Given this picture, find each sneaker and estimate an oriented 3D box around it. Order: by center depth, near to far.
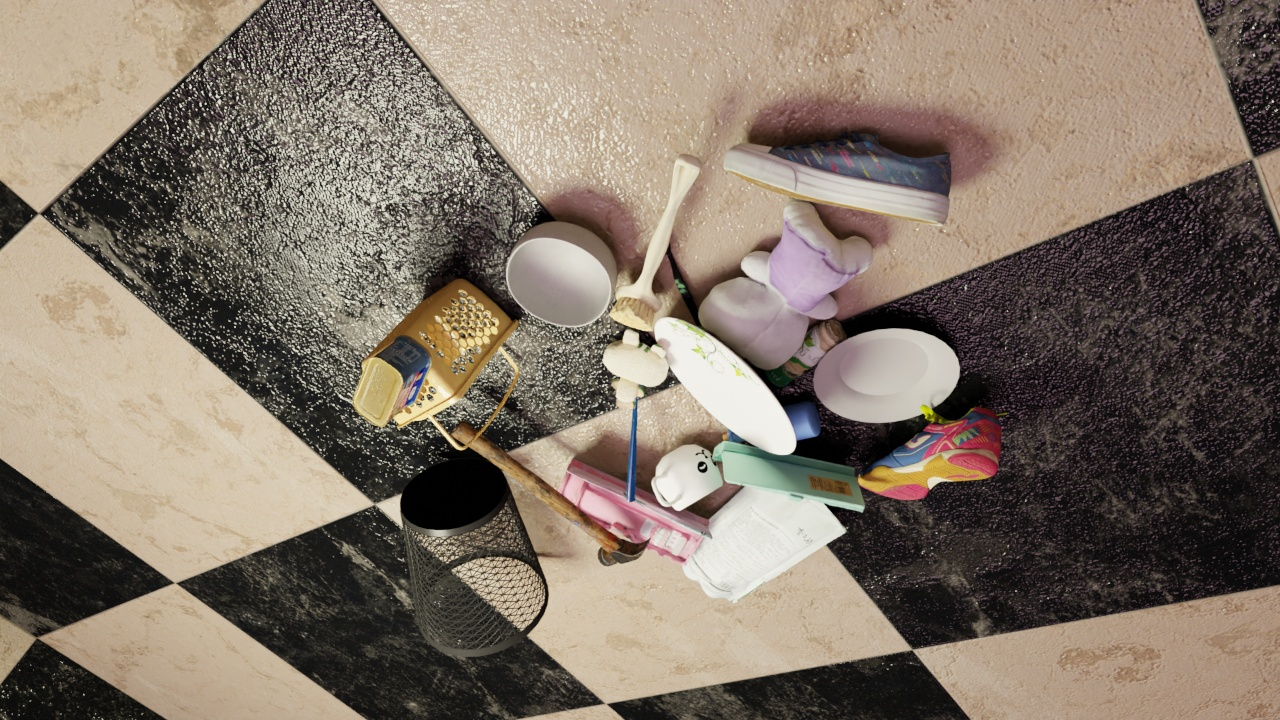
[{"bbox_3d":[0.206,-0.201,0.951,0.235,0.087,0.079,14,99,8],"label":"sneaker"},{"bbox_3d":[0.372,0.120,1.178,0.116,0.091,0.242,22,156,-16],"label":"sneaker"}]

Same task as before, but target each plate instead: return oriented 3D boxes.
[{"bbox_3d":[0.301,0.015,1.128,0.173,0.019,0.173,3,138,3],"label":"plate"},{"bbox_3d":[0.111,0.024,1.133,0.229,0.030,0.230,41,164,14],"label":"plate"}]

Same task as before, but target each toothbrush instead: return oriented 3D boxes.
[{"bbox_3d":[0.054,-0.082,1.129,0.014,0.017,0.188,-4,131,31],"label":"toothbrush"},{"bbox_3d":[-0.005,0.103,1.254,0.017,0.016,0.190,5,103,2],"label":"toothbrush"}]

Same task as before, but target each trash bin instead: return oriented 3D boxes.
[{"bbox_3d":[-0.270,0.299,1.445,0.217,0.216,0.244,3,125,14],"label":"trash bin"}]

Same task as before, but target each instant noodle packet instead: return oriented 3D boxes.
[{"bbox_3d":[0.171,0.268,1.387,0.147,0.057,0.270,41,127,-3],"label":"instant noodle packet"}]

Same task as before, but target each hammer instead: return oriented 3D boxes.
[{"bbox_3d":[-0.133,0.191,1.333,0.330,0.033,0.120,39,143,-15],"label":"hammer"}]

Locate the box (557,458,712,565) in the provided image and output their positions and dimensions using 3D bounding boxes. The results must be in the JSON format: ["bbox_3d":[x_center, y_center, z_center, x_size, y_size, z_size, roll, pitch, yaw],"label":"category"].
[{"bbox_3d":[-0.008,0.216,1.368,0.233,0.075,0.173,25,151,-1],"label":"box"}]

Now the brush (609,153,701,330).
[{"bbox_3d":[0.019,-0.125,1.038,0.062,0.077,0.273,10,142,-9],"label":"brush"}]

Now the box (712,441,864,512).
[{"bbox_3d":[0.194,0.148,1.217,0.187,0.138,0.056,12,93,-6],"label":"box"}]

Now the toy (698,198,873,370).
[{"bbox_3d":[0.166,-0.074,1.060,0.137,0.085,0.210,30,127,-13],"label":"toy"}]

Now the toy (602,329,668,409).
[{"bbox_3d":[-0.007,0.007,1.202,0.087,0.050,0.113,18,128,2],"label":"toy"}]

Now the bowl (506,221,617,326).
[{"bbox_3d":[-0.091,-0.111,1.111,0.132,0.064,0.132,8,133,9],"label":"bowl"}]

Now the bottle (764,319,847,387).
[{"bbox_3d":[0.203,-0.009,1.132,0.042,0.042,0.110,38,130,-18],"label":"bottle"}]

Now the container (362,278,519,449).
[{"bbox_3d":[-0.242,0.010,1.183,0.129,0.182,0.167,-27,111,33],"label":"container"}]

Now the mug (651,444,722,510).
[{"bbox_3d":[0.056,0.165,1.280,0.090,0.123,0.076,-37,79,38],"label":"mug"}]

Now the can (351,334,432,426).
[{"bbox_3d":[-0.289,0.025,1.066,0.054,0.058,0.100,35,126,4],"label":"can"}]

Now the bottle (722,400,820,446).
[{"bbox_3d":[0.171,0.091,1.227,0.131,0.047,0.048,-16,125,28],"label":"bottle"}]
